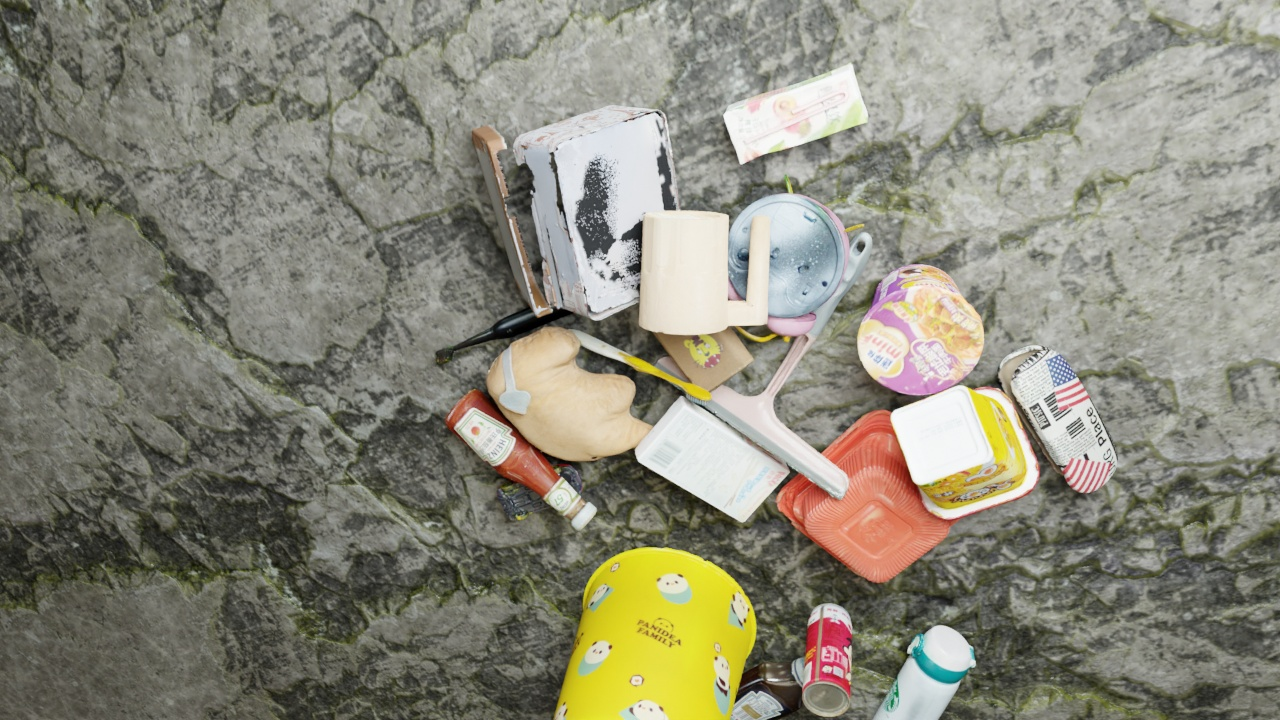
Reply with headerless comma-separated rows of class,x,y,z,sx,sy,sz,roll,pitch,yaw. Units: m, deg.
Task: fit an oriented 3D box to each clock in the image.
clock,0.137,-0.088,0.894,0.117,0.059,0.159,37,115,14

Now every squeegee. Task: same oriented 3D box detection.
squeegee,0.171,-0.025,0.948,0.248,0.040,0.250,36,115,15

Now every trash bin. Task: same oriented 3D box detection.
trash bin,0.010,0.391,1.085,0.230,0.254,0.230,6,118,11

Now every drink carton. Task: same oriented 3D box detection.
drink carton,0.142,-0.226,0.844,0.123,0.045,0.053,-14,112,20

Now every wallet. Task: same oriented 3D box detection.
wallet,0.056,-0.024,0.955,0.115,0.033,0.090,53,136,3

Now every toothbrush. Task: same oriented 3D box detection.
toothbrush,-0.146,-0.037,1.029,0.213,0.027,0.026,-21,146,23
toothbrush,-0.006,0.006,0.988,0.191,0.016,0.018,25,135,25

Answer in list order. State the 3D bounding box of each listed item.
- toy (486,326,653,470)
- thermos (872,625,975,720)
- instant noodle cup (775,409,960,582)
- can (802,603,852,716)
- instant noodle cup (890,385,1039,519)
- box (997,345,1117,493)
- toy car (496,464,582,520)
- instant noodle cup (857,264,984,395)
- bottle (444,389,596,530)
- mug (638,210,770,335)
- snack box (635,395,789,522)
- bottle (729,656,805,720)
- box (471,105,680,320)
toy,-0.068,0.059,1.029,0.226,0.082,0.144,40,126,-21
thermos,0.334,0.419,1.126,0.073,0.073,0.225,18,120,4
instant noodle cup,0.256,0.164,1.004,0.164,0.078,0.189,37,121,-6
can,0.221,0.349,1.079,0.053,0.132,0.053,6,118,11
instant noodle cup,0.302,0.082,0.877,0.116,0.116,0.123,-25,153,25
box,0.421,0.060,0.906,0.075,0.080,0.163,-29,104,20
toy car,-0.122,0.159,1.123,0.106,0.031,0.049,-20,107,11
instant noodle cup,0.267,-0.037,0.882,0.112,0.099,0.112,6,117,13
bottle,-0.137,0.119,1.074,0.206,0.059,0.060,42,119,1
mug,0.061,-0.083,0.851,0.124,0.084,0.103,-2,106,-10
snack box,0.080,0.111,1.019,0.156,0.026,0.085,32,109,-22
bottle,0.180,0.419,1.178,0.080,0.044,0.195,42,118,-19
box,-0.078,-0.149,0.914,0.192,0.156,0.183,25,132,50
